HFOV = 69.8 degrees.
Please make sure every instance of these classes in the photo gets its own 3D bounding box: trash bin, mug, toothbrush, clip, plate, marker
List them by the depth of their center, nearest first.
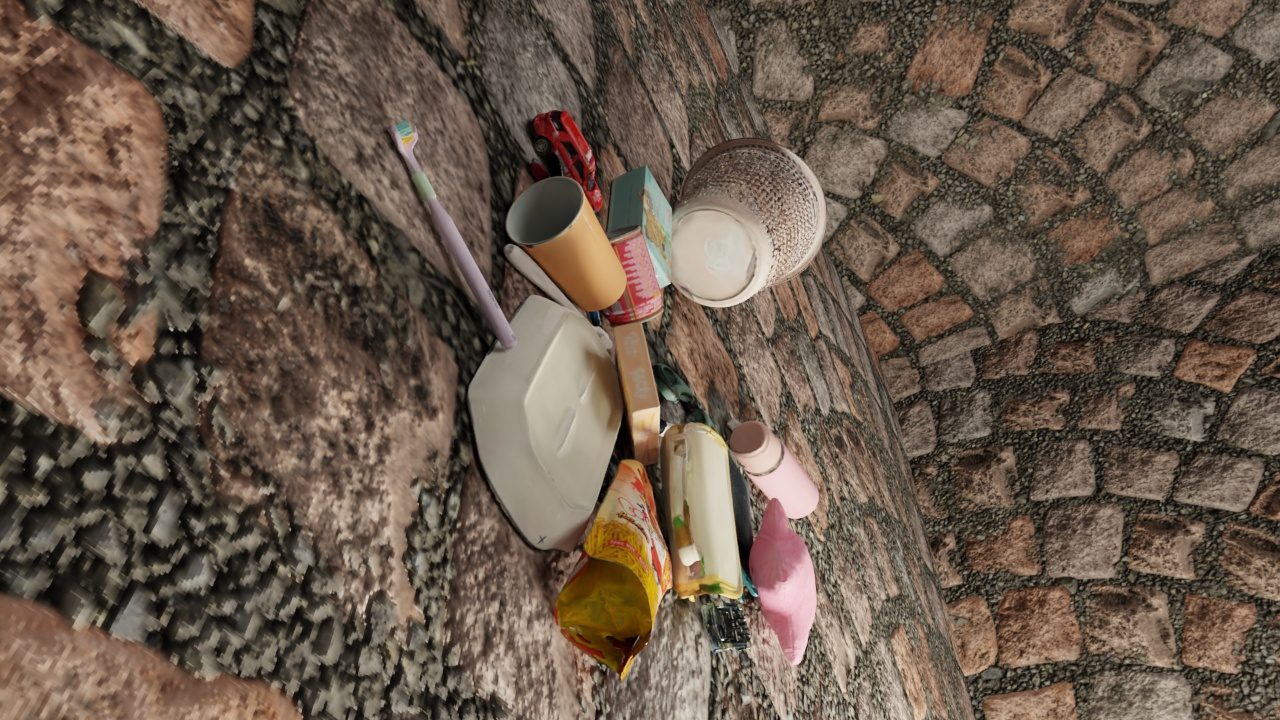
[{"bbox_3d":[-0.140,-0.093,0.700,0.189,0.021,0.029,64,27,-6],"label":"toothbrush"},{"bbox_3d":[-0.064,0.041,0.760,0.162,0.034,0.265,62,20,-20],"label":"plate"},{"bbox_3d":[-0.063,-0.102,0.858,0.123,0.078,0.078,54,24,-50],"label":"mug"},{"bbox_3d":[-0.074,-0.057,0.859,0.016,0.016,0.180,47,2,40],"label":"toothbrush"},{"bbox_3d":[-0.065,-0.118,0.929,0.016,0.014,0.189,-26,101,-77],"label":"toothbrush"},{"bbox_3d":[-0.065,-0.138,0.974,0.187,0.016,0.017,55,14,-35],"label":"toothbrush"},{"bbox_3d":[0.034,0.077,1.011,0.130,0.023,0.018,23,50,-63],"label":"marker"},{"bbox_3d":[0.113,0.250,1.051,0.057,0.048,0.014,64,21,-5],"label":"clip"},{"bbox_3d":[0.129,-0.176,1.278,0.227,0.228,0.191,64,32,-15],"label":"trash bin"}]

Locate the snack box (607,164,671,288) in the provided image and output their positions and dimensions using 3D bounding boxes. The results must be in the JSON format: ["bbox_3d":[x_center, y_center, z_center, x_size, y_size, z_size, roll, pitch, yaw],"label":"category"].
[{"bbox_3d":[0.000,-0.160,1.116,0.074,0.052,0.174,54,24,-34],"label":"snack box"}]

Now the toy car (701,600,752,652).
[{"bbox_3d":[0.085,0.271,0.932,0.105,0.031,0.049,35,39,-62],"label":"toy car"}]

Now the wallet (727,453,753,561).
[{"bbox_3d":[0.118,0.178,1.143,0.097,0.019,0.120,54,26,-40],"label":"wallet"}]

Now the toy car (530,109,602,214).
[{"bbox_3d":[-0.074,-0.211,0.981,0.120,0.045,0.052,63,21,-24],"label":"toy car"}]

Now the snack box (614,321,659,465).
[{"bbox_3d":[-0.002,0.036,0.854,0.157,0.026,0.084,86,-8,-66],"label":"snack box"}]

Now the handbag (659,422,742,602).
[{"bbox_3d":[0.046,0.141,0.866,0.179,0.063,0.163,48,34,-67],"label":"handbag"}]

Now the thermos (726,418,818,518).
[{"bbox_3d":[0.181,0.148,1.289,0.087,0.067,0.198,44,-2,45],"label":"thermos"}]

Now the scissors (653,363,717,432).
[{"bbox_3d":[0.052,0.043,1.082,0.169,0.019,0.177,50,12,-21],"label":"scissors"}]

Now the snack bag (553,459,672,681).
[{"bbox_3d":[-0.009,0.164,0.752,0.207,0.073,0.128,-42,116,-75],"label":"snack bag"}]

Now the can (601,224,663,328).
[{"bbox_3d":[-0.018,-0.087,0.959,0.066,0.067,0.094,-58,132,-67],"label":"can"}]

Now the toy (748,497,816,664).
[{"bbox_3d":[0.172,0.260,1.110,0.178,0.075,0.195,-88,167,-56],"label":"toy"}]
